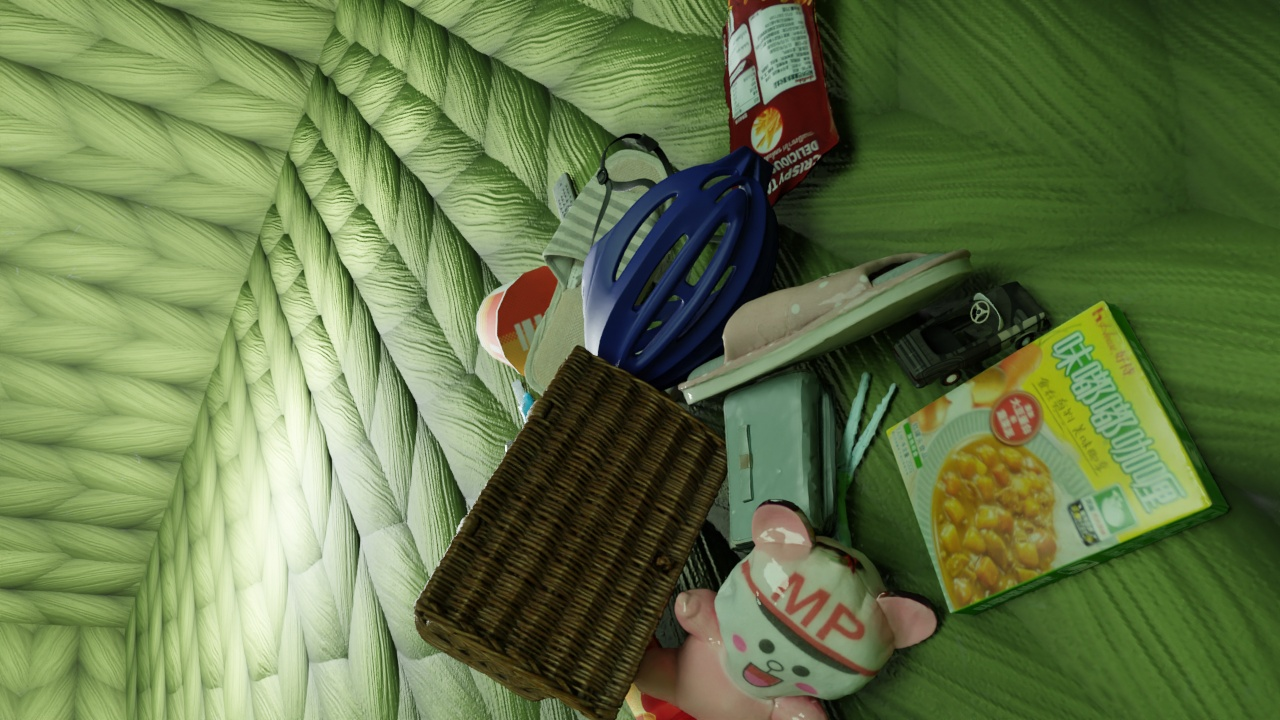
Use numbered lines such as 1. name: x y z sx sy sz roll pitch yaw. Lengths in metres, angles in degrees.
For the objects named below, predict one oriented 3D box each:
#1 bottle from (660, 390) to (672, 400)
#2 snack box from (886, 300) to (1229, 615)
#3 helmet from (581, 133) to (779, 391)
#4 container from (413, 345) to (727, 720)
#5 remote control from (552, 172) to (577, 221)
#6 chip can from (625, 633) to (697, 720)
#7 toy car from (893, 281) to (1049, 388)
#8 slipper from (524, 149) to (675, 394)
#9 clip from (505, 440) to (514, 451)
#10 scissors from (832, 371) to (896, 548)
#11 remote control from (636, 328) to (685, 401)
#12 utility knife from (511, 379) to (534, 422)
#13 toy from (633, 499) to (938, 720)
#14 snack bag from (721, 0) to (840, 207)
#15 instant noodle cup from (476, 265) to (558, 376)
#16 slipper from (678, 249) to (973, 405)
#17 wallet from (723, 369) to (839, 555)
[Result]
1. bottle: -0.048 0.071 0.884 0.164 0.071 0.071 -12 67 39
2. snack box: 0.237 0.063 0.555 0.168 0.027 0.131 -41 48 39
3. helmet: 0.015 -0.097 0.814 0.242 0.147 0.227 -50 45 19
4. container: -0.067 0.151 0.751 0.249 0.162 0.184 -60 6 -33
5. remote control: -0.082 -0.172 1.100 0.033 0.013 0.136 -48 43 33
6. chip can: -0.002 0.261 0.795 0.052 0.051 0.214 -62 37 18
7. toy car: 0.211 -0.018 0.590 0.092 0.037 0.040 -27 47 7
8. slipper: -0.045 -0.087 0.932 0.114 0.054 0.272 19 87 17
9. clip: -0.113 0.153 0.998 0.163 0.028 0.115 14 100 61
10. scissors: 0.143 0.087 0.691 0.093 0.032 0.175 17 88 57
11. remote control: -0.005 0.005 0.923 0.151 0.019 0.074 -2 76 54
12. utility knife: -0.123 0.081 1.065 0.031 0.015 0.185 -55 38 22
13. toy: 0.093 0.199 0.648 0.142 0.084 0.214 42 122 16
14. snack bag: 0.114 -0.239 0.812 0.139 0.066 0.207 -26 59 54
15. instant noodle cup: -0.120 -0.040 1.020 0.121 0.123 0.123 6 82 63
16. slipper: 0.121 -0.029 0.686 0.275 0.114 0.054 -30 79 48
17. wallet: 0.105 0.080 0.703 0.101 0.054 0.131 -35 48 51
